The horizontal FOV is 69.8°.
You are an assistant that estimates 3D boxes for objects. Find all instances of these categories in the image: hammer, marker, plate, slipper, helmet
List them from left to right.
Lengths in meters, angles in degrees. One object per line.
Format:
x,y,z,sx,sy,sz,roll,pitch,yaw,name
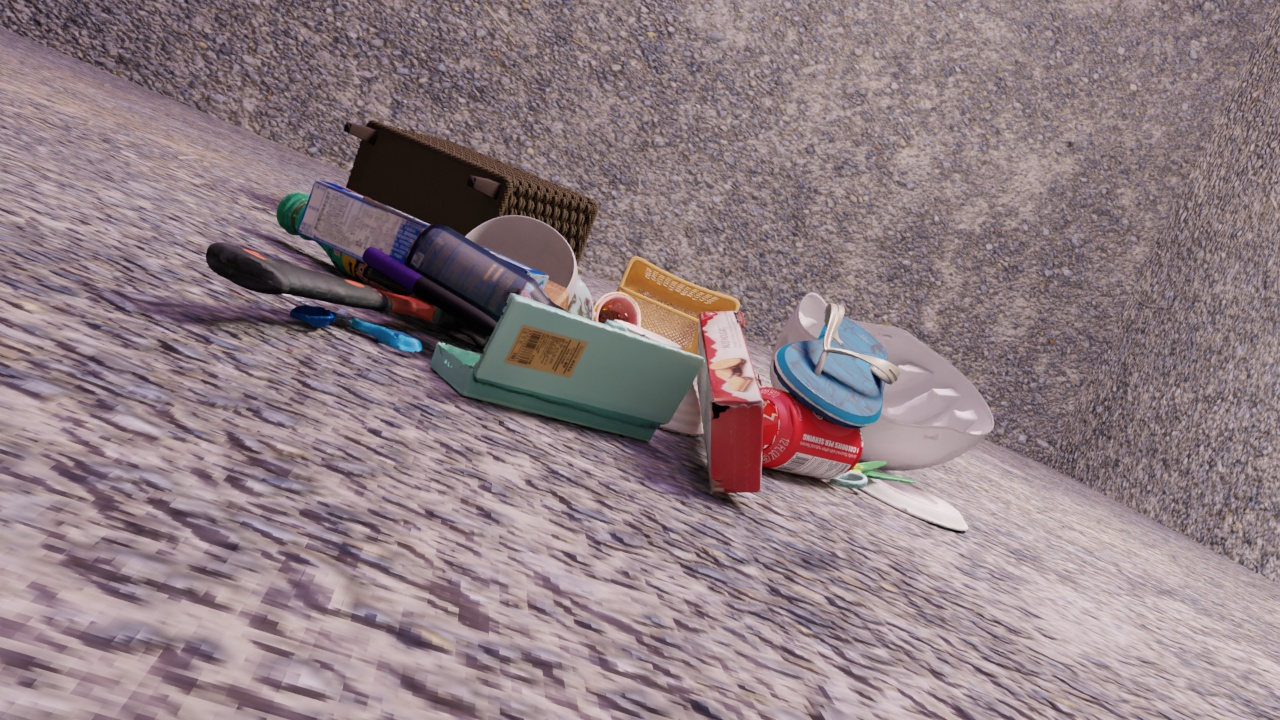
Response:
-0.214,-0.051,0.705,0.133,0.033,0.333,25,2,9,hammer
-0.162,-0.052,0.721,0.134,0.015,0.018,31,-23,10,marker
-0.042,-0.051,1.197,0.093,0.081,0.197,20,9,-19,slipper
0.221,-0.005,0.953,0.118,0.060,0.294,44,26,7,slipper
0.299,0.034,1.147,0.282,0.184,0.223,4,39,-10,helmet
0.293,0.149,1.029,0.157,0.014,0.157,23,7,-3,plate

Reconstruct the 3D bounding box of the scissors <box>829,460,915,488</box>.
0.233,0.119,0.979,0.128,0.012,0.121,11,13,3,scissors

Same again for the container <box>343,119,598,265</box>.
-0.259,-0.198,1.237,0.321,0.176,0.204,27,11,32,container

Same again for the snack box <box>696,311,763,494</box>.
0.074,0.024,0.784,0.044,0.077,0.272,1,16,2,snack box

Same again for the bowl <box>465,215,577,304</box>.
-0.135,-0.084,0.987,0.132,0.131,0.064,24,-26,10,bowl

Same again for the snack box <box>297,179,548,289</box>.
-0.197,-0.096,0.830,0.226,0.059,0.059,24,7,11,snack box

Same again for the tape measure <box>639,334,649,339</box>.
-0.011,0.001,0.768,0.062,0.020,0.060,-10,-28,21,tape measure

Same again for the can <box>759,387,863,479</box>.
0.153,0.073,0.890,0.142,0.074,0.074,17,10,-45,can

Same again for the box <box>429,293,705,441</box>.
-0.054,0.003,0.709,0.187,0.110,0.078,15,28,-39,box

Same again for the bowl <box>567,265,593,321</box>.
-0.120,-0.080,1.093,0.160,0.094,0.160,23,6,-3,bowl

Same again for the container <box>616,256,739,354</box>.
0.045,-0.067,1.412,0.183,0.129,0.167,23,0,-4,container

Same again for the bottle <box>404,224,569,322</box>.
-0.114,-0.052,0.752,0.161,0.056,0.056,31,7,-1,bottle

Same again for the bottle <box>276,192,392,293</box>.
-0.281,-0.116,0.933,0.210,0.068,0.068,26,7,21,bottle

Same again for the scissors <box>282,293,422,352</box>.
-0.228,-0.033,0.687,0.127,0.014,0.129,23,4,16,scissors

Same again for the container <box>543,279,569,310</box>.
-0.124,-0.053,0.889,0.114,0.063,0.061,25,41,18,container

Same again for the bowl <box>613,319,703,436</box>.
-0.005,0.005,0.905,0.177,0.071,0.177,23,6,-3,bowl
